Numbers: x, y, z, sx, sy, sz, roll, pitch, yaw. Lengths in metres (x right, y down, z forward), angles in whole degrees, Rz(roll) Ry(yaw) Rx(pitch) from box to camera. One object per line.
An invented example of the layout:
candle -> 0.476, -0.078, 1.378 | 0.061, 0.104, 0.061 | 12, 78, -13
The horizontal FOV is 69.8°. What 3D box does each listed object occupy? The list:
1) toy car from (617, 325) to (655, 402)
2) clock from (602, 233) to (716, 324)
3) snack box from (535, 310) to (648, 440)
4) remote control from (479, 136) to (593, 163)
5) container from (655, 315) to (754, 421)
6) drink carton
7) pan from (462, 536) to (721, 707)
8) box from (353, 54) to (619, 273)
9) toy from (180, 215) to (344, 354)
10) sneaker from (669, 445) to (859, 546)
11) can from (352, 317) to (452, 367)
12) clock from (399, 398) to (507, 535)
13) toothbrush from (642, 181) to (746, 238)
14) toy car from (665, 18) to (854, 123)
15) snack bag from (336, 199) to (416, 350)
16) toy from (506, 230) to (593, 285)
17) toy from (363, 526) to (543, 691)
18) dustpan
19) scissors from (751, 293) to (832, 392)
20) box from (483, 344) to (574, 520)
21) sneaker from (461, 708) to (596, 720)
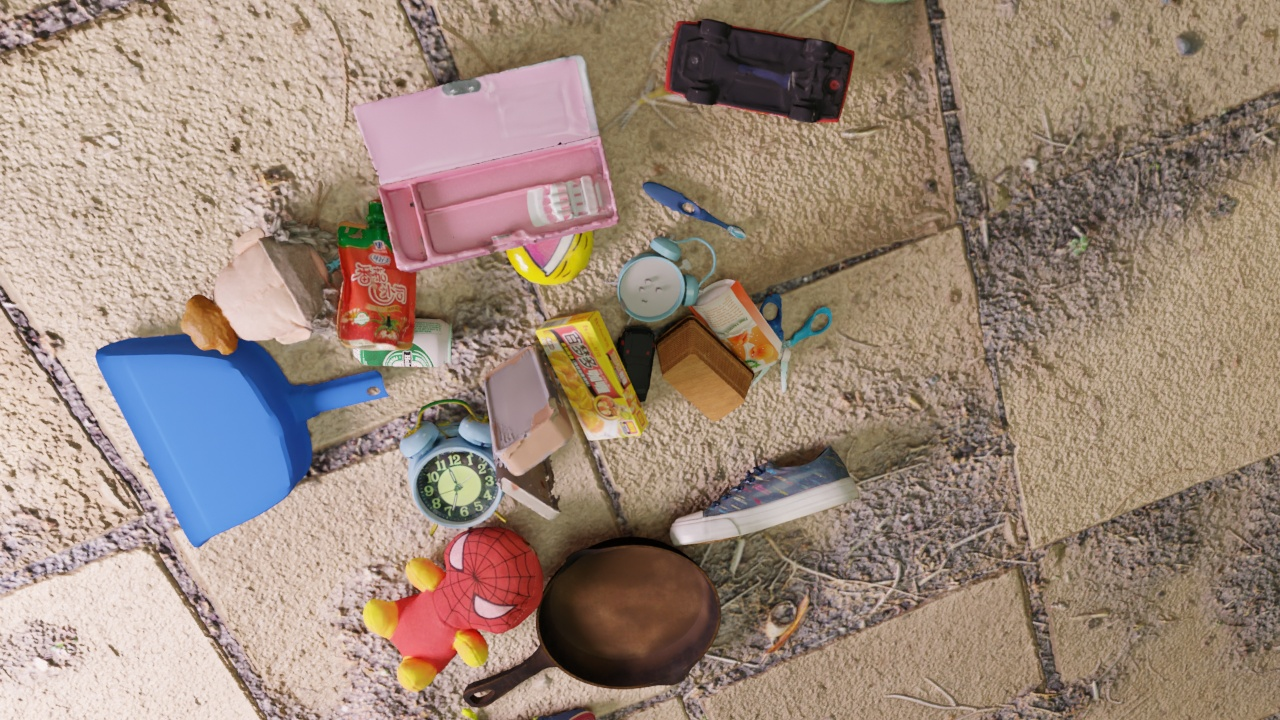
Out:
toy car -> -0.006, 0.006, 1.045 | 0.042, 0.036, 0.092 | 4, 110, -12
clock -> 0.027, -0.091, 1.011 | 0.123, 0.042, 0.087 | -29, 113, 3
snack box -> -0.053, 0.019, 1.027 | 0.075, 0.025, 0.152 | -8, 117, 32
remote control -> -0.107, -0.207, 0.958 | 0.124, 0.010, 0.039 | -17, 113, -4
container -> 0.072, 0.014, 1.039 | 0.063, 0.061, 0.114 | -37, 114, 27
drink carton -> 0.115, -0.034, 1.051 | 0.069, 0.038, 0.122 | -24, 119, 28
pan -> -0.071, 0.342, 1.155 | 0.356, 0.043, 0.249 | -30, 115, 10
box -> -0.149, -0.195, 0.921 | 0.233, 0.059, 0.179 | -12, 106, -2
toy -> -0.376, -0.065, 0.929 | 0.176, 0.076, 0.133 | -26, 96, -6
sneaker -> 0.145, 0.167, 1.125 | 0.235, 0.087, 0.079 | -16, 78, 0
can -> -0.253, -0.020, 0.981 | 0.101, 0.053, 0.053 | 1, 110, -11
clock -> -0.209, 0.117, 1.039 | 0.118, 0.060, 0.162 | -12, 108, -4
toothbrush -> 0.061, -0.163, 1.003 | 0.132, 0.016, 0.021 | 24, 103, -18
toy car -> 0.122, -0.296, 0.942 | 0.189, 0.056, 0.082 | 8, 108, -6
snack bag -> -0.269, -0.088, 0.935 | 0.087, 0.044, 0.155 | 5, 79, -40
toy -> -0.096, -0.126, 0.975 | 0.094, 0.041, 0.095 | 28, 100, -14
toy -> -0.209, 0.282, 1.079 | 0.216, 0.099, 0.147 | -36, 83, 3
dustpan -> -0.399, 0.063, 0.984 | 0.258, 0.059, 0.246 | -13, 113, 5
scissors -> 0.161, -0.023, 1.080 | 0.110, 0.015, 0.132 | 30, 109, -21
box -> -0.112, 0.059, 0.949 | 0.094, 0.216, 0.107 | 25, 102, -19
sneaker -> -0.176, 0.500, 1.190 | 0.241, 0.091, 0.116 | -16, 120, -25
